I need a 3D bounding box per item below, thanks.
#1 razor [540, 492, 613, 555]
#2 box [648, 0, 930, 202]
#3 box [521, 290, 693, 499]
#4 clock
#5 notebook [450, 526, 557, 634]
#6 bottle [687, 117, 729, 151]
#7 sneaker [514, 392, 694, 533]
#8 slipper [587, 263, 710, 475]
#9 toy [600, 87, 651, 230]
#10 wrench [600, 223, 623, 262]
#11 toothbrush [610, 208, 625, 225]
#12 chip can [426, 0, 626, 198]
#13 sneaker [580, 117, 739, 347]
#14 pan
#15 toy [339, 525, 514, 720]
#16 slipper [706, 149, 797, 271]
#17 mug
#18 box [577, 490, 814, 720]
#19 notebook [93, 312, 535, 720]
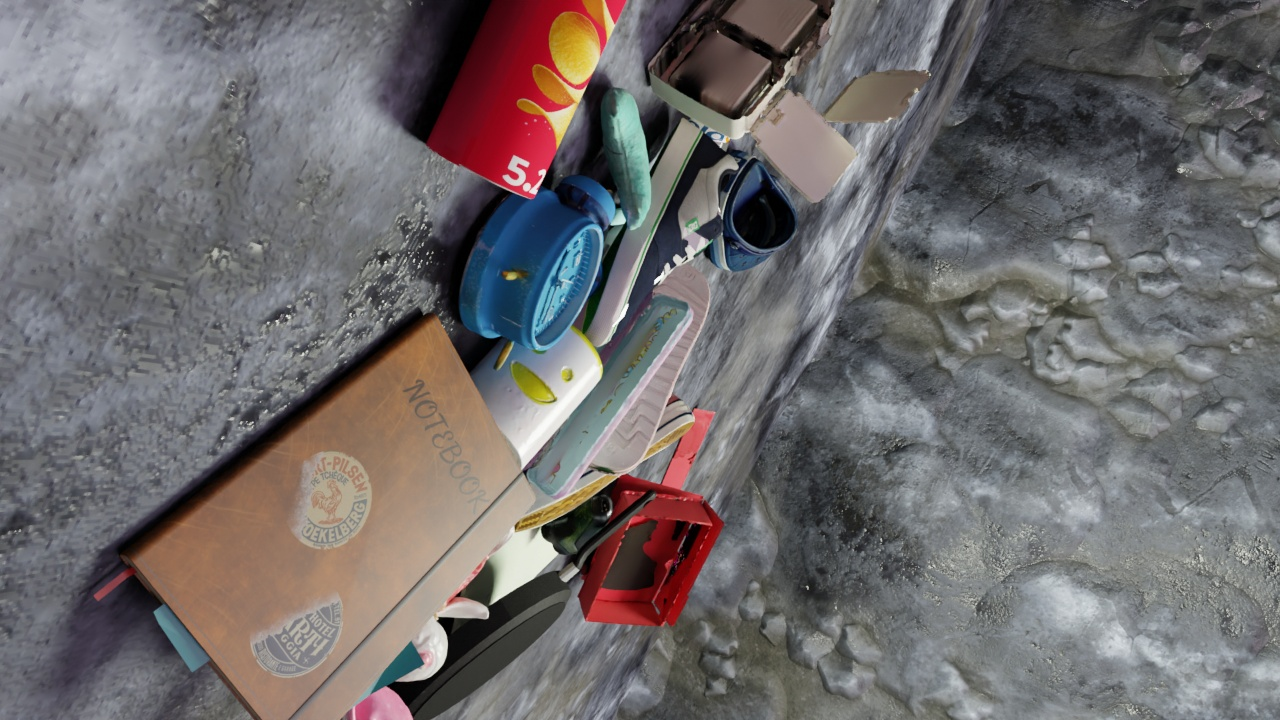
[{"bbox_3d":[-0.069,0.180,1.024,0.152,0.067,0.054,130,-43,-62],"label":"razor"},{"bbox_3d":[0.120,-0.223,0.751,0.143,0.191,0.069,-50,164,-12],"label":"box"},{"bbox_3d":[-0.047,0.017,0.833,0.214,0.096,0.077,-54,-177,-6],"label":"box"},{"bbox_3d":[-0.067,-0.074,0.672,0.161,0.060,0.117,-51,161,-41],"label":"clock"},{"bbox_3d":[-0.137,0.223,1.071,0.251,0.010,0.182,-41,154,-52],"label":"notebook"},{"bbox_3d":[0.056,-0.197,0.869,0.046,0.047,0.113,-35,151,-57],"label":"bottle"},{"bbox_3d":[-0.059,0.090,0.948,0.240,0.088,0.118,-30,165,-21],"label":"sneaker"},{"bbox_3d":[-0.005,0.005,0.922,0.064,0.094,0.238,124,-12,-68],"label":"slipper"},{"bbox_3d":[-0.012,-0.158,0.696,0.085,0.033,0.105,-89,169,-59],"label":"toy"},{"bbox_3d":[-0.073,-0.005,0.858,0.273,0.018,0.086,-59,165,0],"label":"wrench"},{"bbox_3d":[0.004,-0.139,0.871,0.180,0.016,0.016,-24,142,-63],"label":"toothbrush"},{"bbox_3d":[-0.042,-0.203,0.506,0.221,0.069,0.069,-63,164,9],"label":"chip can"},{"bbox_3d":[0.023,-0.101,0.779,0.234,0.079,0.084,-65,-170,-27],"label":"sneaker"},{"bbox_3d":[-0.114,0.260,0.960,0.356,0.034,0.225,-39,164,-5],"label":"pan"},{"bbox_3d":[-0.162,0.177,0.644,0.193,0.084,0.159,-49,131,-36],"label":"toy"},{"bbox_3d":[0.135,-0.164,1.102,0.105,0.095,0.253,-62,161,-5],"label":"slipper"},{"bbox_3d":[-0.093,0.024,0.724,0.106,0.082,0.083,-51,162,-29],"label":"mug"},{"bbox_3d":[0.058,0.351,1.249,0.152,0.325,0.214,1,123,-37],"label":"box"},{"bbox_3d":[-0.172,0.111,0.568,0.248,0.014,0.178,-47,123,-40],"label":"notebook"}]
